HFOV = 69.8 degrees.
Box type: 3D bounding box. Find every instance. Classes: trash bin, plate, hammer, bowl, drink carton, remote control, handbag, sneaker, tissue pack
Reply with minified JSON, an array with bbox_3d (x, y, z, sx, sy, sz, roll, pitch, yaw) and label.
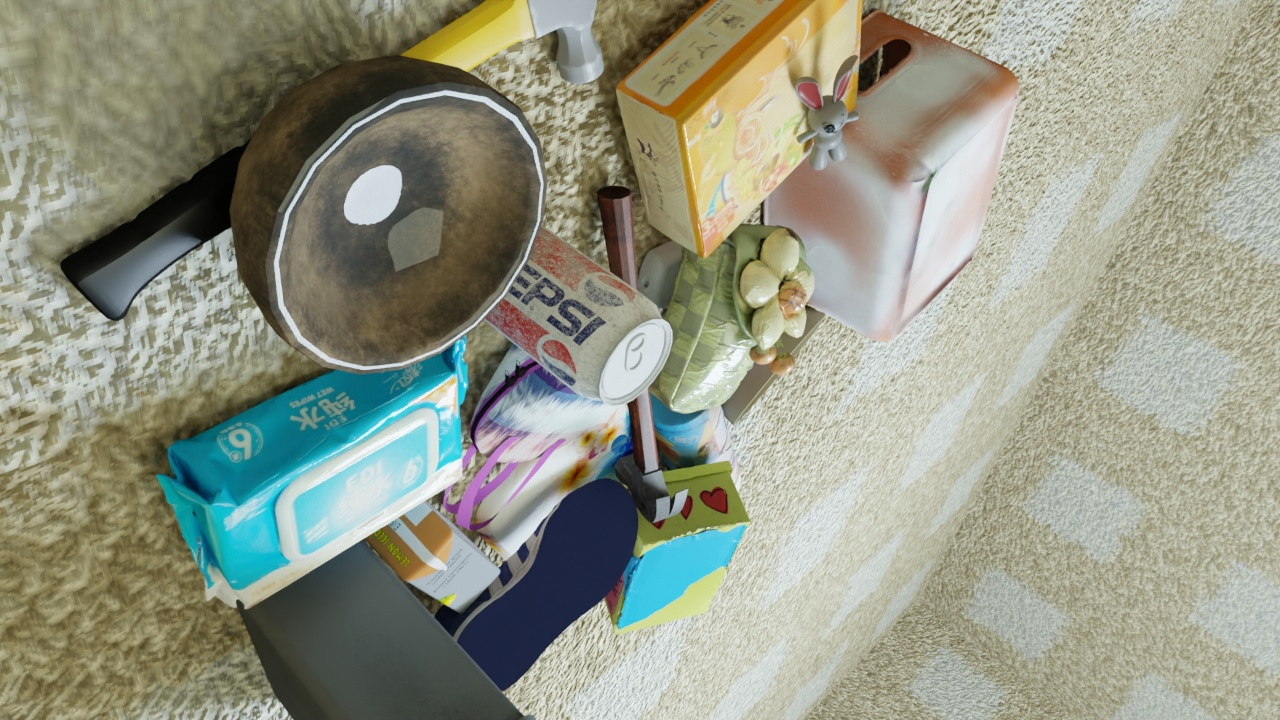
[{"bbox_3d":[-0.178,0.248,0.651,0.097,0.220,0.192,-33,145,-33],"label":"trash bin"},{"bbox_3d":[-0.067,0.121,0.887,0.186,0.016,0.187,-46,150,-14],"label":"plate"},{"bbox_3d":[-0.148,-0.132,0.484,0.322,0.029,0.127,-40,149,-20],"label":"hammer"},{"bbox_3d":[-0.131,-0.078,0.467,0.161,0.070,0.162,-34,146,-27],"label":"bowl"},{"bbox_3d":[-0.164,0.148,0.720,0.048,0.076,0.125,-46,155,-13],"label":"drink carton"},{"bbox_3d":[-0.004,0.004,0.749,0.028,0.111,0.301,-17,121,-17],"label":"hammer"},{"bbox_3d":[0.045,-0.082,0.817,0.114,0.028,0.060,-23,137,-39],"label":"remote control"},{"bbox_3d":[-0.100,0.066,0.743,0.170,0.068,0.144,-53,153,14],"label":"handbag"},{"bbox_3d":[0.083,-0.031,0.773,0.113,0.117,0.187,-5,122,-46],"label":"handbag"},{"bbox_3d":[0.129,-0.005,0.976,0.152,0.050,0.152,-48,171,-11],"label":"bowl"},{"bbox_3d":[-0.104,0.212,0.839,0.232,0.091,0.119,-49,-171,-37],"label":"sneaker"},{"bbox_3d":[-0.193,0.063,0.594,0.208,0.066,0.117,-32,145,-37],"label":"tissue pack"},{"bbox_3d":[0.231,-0.165,0.869,0.181,0.157,0.260,-41,148,-22],"label":"trash bin"}]

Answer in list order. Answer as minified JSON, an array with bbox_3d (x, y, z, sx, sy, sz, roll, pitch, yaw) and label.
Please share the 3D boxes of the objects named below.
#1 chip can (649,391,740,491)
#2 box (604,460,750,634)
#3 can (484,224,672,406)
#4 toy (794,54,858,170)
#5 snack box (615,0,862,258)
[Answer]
[{"bbox_3d":[0.058,0.088,0.976,0.079,0.080,0.230,-45,150,-15],"label":"chip can"},{"bbox_3d":[0.028,0.199,0.969,0.124,0.082,0.221,-10,143,-16],"label":"box"},{"bbox_3d":[-0.050,-0.033,0.619,0.078,0.136,0.078,-36,147,-29],"label":"can"},{"bbox_3d":[0.138,-0.180,0.675,0.049,0.030,0.112,-23,154,1],"label":"toy"},{"bbox_3d":[0.074,-0.197,0.680,0.195,0.080,0.145,-46,152,-16],"label":"snack box"}]
